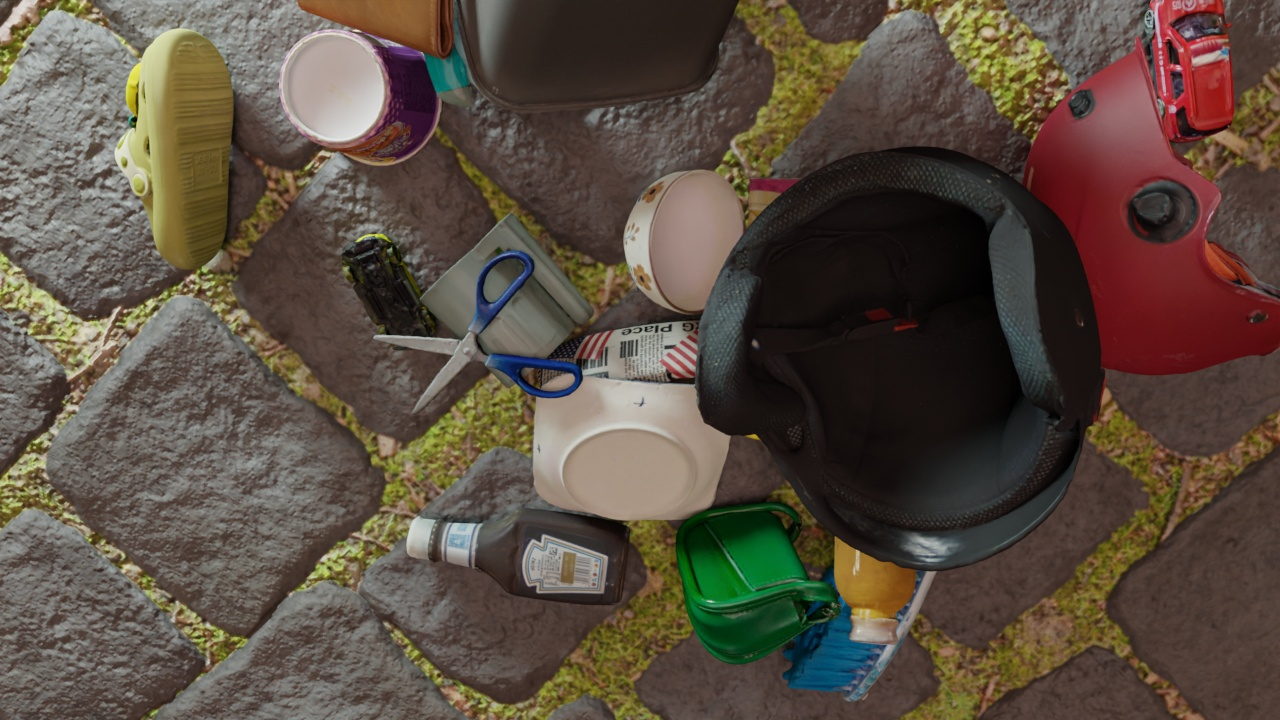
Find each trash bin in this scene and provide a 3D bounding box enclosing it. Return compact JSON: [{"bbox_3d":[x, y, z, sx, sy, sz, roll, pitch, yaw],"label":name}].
[{"bbox_3d":[-0.018,-0.298,0.590,0.198,0.220,0.199,-11,85,-15],"label":"trash bin"}]

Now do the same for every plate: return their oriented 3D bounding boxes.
[{"bbox_3d":[-0.009,0.085,0.766,0.164,0.034,0.164,5,129,-3],"label":"plate"}]

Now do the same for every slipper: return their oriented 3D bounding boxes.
[{"bbox_3d":[-0.385,-0.169,0.741,0.081,0.091,0.191,7,106,4],"label":"slipper"}]

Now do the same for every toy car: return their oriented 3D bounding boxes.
[{"bbox_3d":[0.427,-0.230,0.707,0.053,0.045,0.120,-14,99,4],"label":"toy car"},{"bbox_3d":[-0.213,-0.058,0.784,0.048,0.032,0.105,-22,111,7],"label":"toy car"}]

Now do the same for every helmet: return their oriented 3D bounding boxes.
[{"bbox_3d":[0.350,-0.093,0.670,0.144,0.206,0.240,-27,95,30],"label":"helmet"},{"bbox_3d":[0.183,-0.009,0.617,0.234,0.229,0.275,-4,109,35],"label":"helmet"}]

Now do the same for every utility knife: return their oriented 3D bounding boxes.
[{"bbox_3d":[-0.163,-0.292,0.662,0.029,0.013,0.221,-12,104,8],"label":"utility knife"}]

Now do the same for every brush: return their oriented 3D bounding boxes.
[{"bbox_3d":[0.243,0.169,0.801,0.109,0.060,0.315,26,100,-8],"label":"brush"}]

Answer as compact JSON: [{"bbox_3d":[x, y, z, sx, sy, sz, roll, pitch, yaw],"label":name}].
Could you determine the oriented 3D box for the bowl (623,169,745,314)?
[{"bbox_3d":[0.026,-0.096,0.737,0.062,0.113,0.113,12,107,43],"label":"bowl"}]

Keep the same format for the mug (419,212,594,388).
[{"bbox_3d":[-0.104,-0.048,0.743,0.103,0.083,0.124,49,135,-9],"label":"mug"}]

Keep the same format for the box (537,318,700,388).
[{"bbox_3d":[-0.006,-0.001,0.759,0.164,0.081,0.075,-10,74,12],"label":"box"}]

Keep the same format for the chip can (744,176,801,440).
[{"bbox_3d":[0.117,-0.043,0.748,0.071,0.071,0.211,2,102,2],"label":"chip can"}]

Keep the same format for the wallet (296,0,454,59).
[{"bbox_3d":[-0.188,-0.286,0.640,0.131,0.035,0.119,24,125,17],"label":"wallet"}]

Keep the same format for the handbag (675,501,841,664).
[{"bbox_3d":[0.093,0.182,0.770,0.120,0.131,0.068,-15,116,-1],"label":"handbag"}]

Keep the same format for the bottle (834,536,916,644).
[{"bbox_3d":[0.192,0.133,0.750,0.068,0.068,0.189,5,75,2],"label":"bottle"}]

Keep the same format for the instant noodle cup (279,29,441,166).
[{"bbox_3d":[-0.223,-0.208,0.718,0.111,0.099,0.111,1,104,3],"label":"instant noodle cup"}]

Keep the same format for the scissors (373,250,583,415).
[{"bbox_3d":[-0.123,-0.013,0.716,0.176,0.012,0.163,21,112,3],"label":"scissors"}]

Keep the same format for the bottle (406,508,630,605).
[{"bbox_3d":[-0.109,0.171,0.822,0.195,0.044,0.080,7,102,2],"label":"bottle"}]

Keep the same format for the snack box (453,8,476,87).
[{"bbox_3d":[-0.152,-0.275,0.712,0.052,0.074,0.175,-44,96,10],"label":"snack box"}]
